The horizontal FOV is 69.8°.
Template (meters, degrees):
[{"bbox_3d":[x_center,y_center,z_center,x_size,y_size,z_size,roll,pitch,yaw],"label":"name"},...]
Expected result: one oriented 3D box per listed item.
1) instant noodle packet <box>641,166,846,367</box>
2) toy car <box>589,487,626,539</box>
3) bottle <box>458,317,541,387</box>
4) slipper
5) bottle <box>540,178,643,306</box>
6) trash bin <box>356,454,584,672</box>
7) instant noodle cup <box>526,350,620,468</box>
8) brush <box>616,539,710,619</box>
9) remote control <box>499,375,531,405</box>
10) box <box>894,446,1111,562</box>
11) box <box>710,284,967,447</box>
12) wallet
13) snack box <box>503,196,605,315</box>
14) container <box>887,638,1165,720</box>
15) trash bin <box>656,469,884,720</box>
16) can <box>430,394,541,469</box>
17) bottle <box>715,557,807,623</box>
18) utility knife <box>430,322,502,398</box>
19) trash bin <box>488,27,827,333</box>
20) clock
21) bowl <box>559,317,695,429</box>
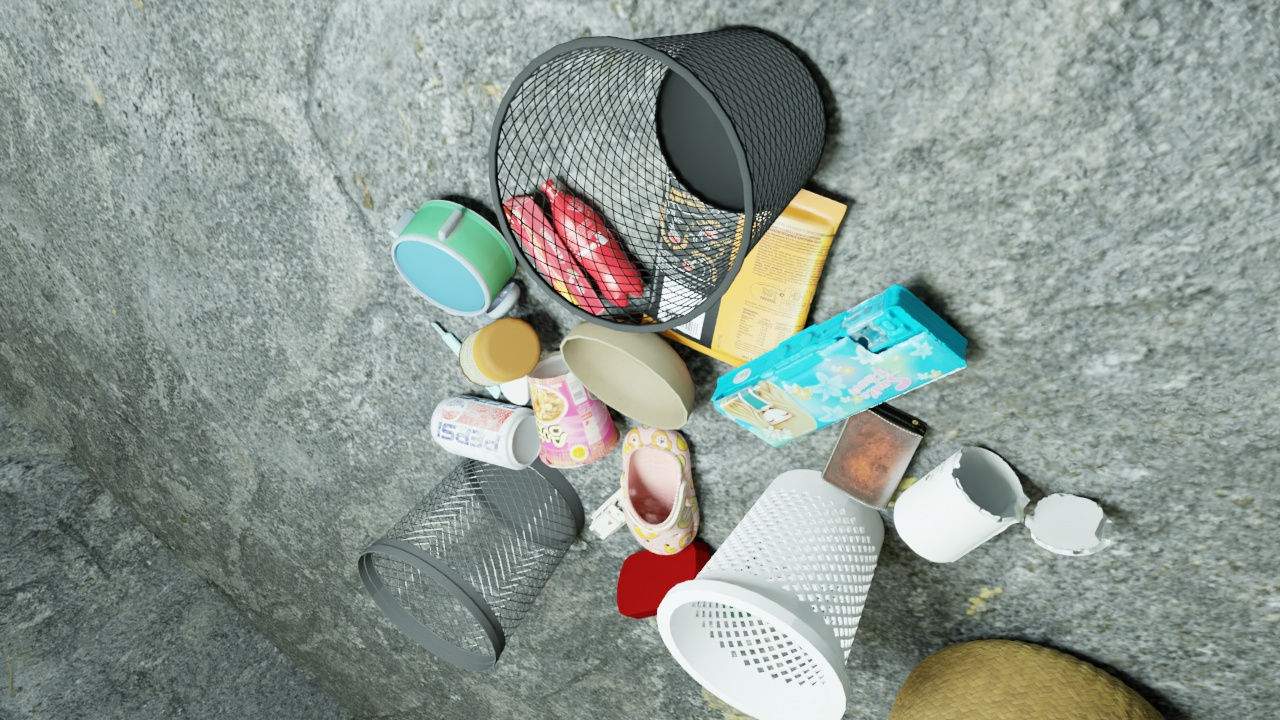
[{"bbox_3d":[0.083,-0.079,0.828,0.160,0.032,0.221,24,139,15],"label":"instant noodle packet"},{"bbox_3d":[-0.030,0.194,1.171,0.039,0.038,0.113,40,141,-1],"label":"toy car"},{"bbox_3d":[-0.169,-0.005,1.042,0.068,0.067,0.157,50,156,-12],"label":"bottle"},{"bbox_3d":[0.014,0.163,1.065,0.093,0.081,0.198,5,128,15],"label":"slipper"},{"bbox_3d":[-0.049,-0.115,0.890,0.042,0.041,0.141,-22,111,48],"label":"bottle"},{"bbox_3d":[-0.214,0.249,1.221,0.218,0.226,0.218,22,138,21],"label":"trash bin"},{"bbox_3d":[-0.082,0.050,1.043,0.098,0.097,0.109,6,122,35],"label":"instant noodle cup"},{"bbox_3d":[0.034,0.284,1.179,0.041,0.082,0.174,22,149,-28],"label":"brush"},{"bbox_3d":[-0.152,0.003,1.108,0.043,0.013,0.137,24,139,18],"label":"remote control"},{"bbox_3d":[0.318,0.141,0.818,0.141,0.083,0.140,40,141,9],"label":"box"},{"bbox_3d":[0.169,0.014,0.818,0.094,0.041,0.227,34,141,-22],"label":"box"},{"bbox_3d":[0.224,0.091,0.888,0.072,0.019,0.123,27,139,16],"label":"wallet"},{"bbox_3d":[-0.089,-0.104,0.919,0.133,0.021,0.089,56,170,-19],"label":"snack box"},{"bbox_3d":[0.394,0.436,0.944,0.307,0.196,0.308,20,138,20],"label":"container"},{"bbox_3d":[0.150,0.227,0.932,0.195,0.199,0.196,22,138,21],"label":"trash bin"},{"bbox_3d":[-0.196,0.090,1.174,0.136,0.078,0.078,9,132,32],"label":"can"},{"bbox_3d":[0.150,0.265,1.079,0.061,0.061,0.132,46,141,-12],"label":"bottle"},{"bbox_3d":[-0.218,-0.003,1.156,0.126,0.015,0.022,48,142,-5],"label":"utility knife"},{"bbox_3d":[0.031,-0.144,0.645,0.184,0.209,0.184,14,121,24],"label":"trash bin"},{"bbox_3d":[-0.193,-0.098,1.003,0.122,0.075,0.162,6,143,33],"label":"clock"},{"bbox_3d":[-0.006,0.005,0.948,0.152,0.050,0.152,28,156,13],"label":"bowl"}]
